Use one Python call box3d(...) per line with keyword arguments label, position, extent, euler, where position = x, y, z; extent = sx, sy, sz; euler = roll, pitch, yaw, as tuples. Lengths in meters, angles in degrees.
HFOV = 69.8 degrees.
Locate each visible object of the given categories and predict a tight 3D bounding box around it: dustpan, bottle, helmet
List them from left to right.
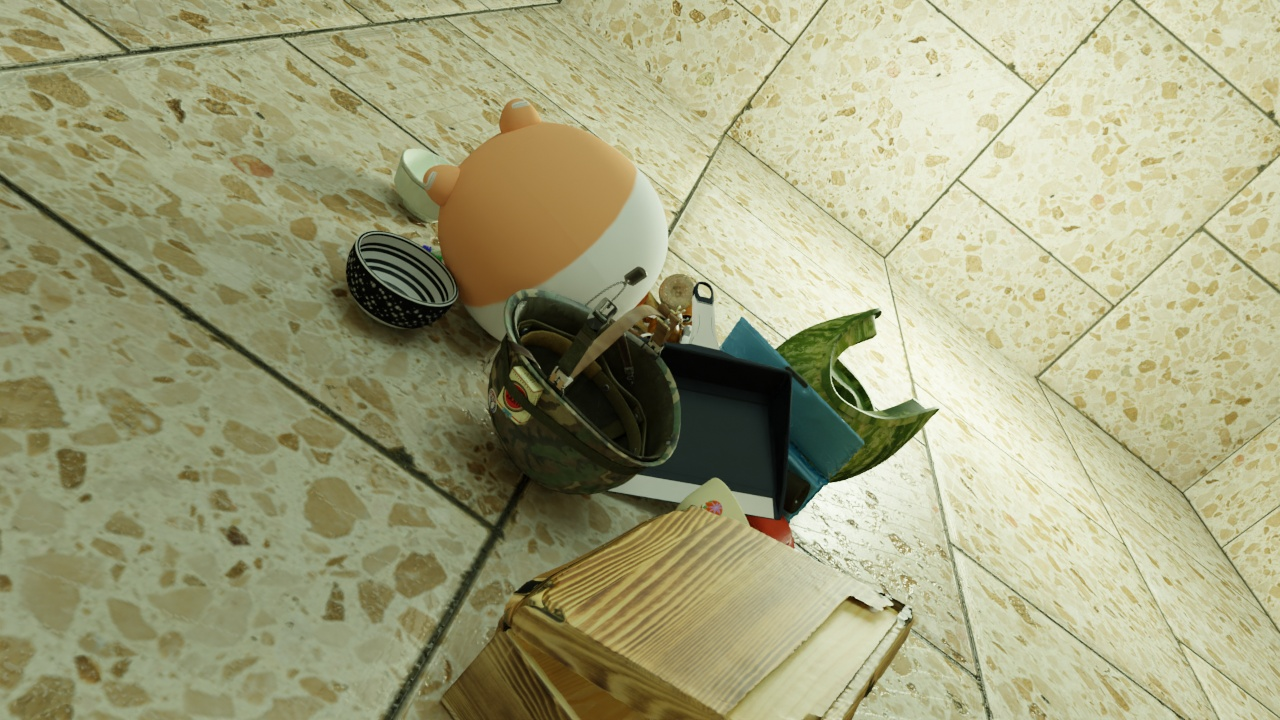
box3d(label="helmet", position=(-0.053, 0.015, 0.919), extent=(0.192, 0.237, 0.224), euler=(-21, 81, -57))
box3d(label="bottle", position=(0.068, -0.086, 1.439), extent=(0.059, 0.059, 0.167), euler=(47, -1, 16))
box3d(label="dustpan", position=(0.068, 0.033, 1.089), extent=(0.236, 0.080, 0.272), euler=(12, 51, -17))
box3d(label="bottle", position=(0.130, 0.131, 1.186), extent=(0.184, 0.045, 0.045), euler=(31, 19, 28))
box3d(label="helmet", position=(0.262, 0.063, 1.291), extent=(0.242, 0.248, 0.213), euler=(-23, 77, -25))

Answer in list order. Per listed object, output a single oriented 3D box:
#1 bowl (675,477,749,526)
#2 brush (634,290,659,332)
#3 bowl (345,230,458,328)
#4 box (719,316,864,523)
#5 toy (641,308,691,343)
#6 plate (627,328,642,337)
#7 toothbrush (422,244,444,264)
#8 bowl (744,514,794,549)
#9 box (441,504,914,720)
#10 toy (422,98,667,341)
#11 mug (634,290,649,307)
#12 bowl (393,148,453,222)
box3d(label="bowl", position=(0.068, 0.194, 0.980), extent=(0.074, 0.118, 0.118), euler=(-20, 51, -13))
box3d(label="brush", position=(-0.029, -0.116, 1.404), extent=(0.195, 0.059, 0.043), euler=(48, 15, 9))
box3d(label="bowl", position=(-0.266, -0.076, 0.993), extent=(0.120, 0.066, 0.120), euler=(31, 26, -17))
box3d(label="box", position=(0.161, 0.079, 1.200), extent=(0.231, 0.175, 0.033), euler=(47, 35, 18))
box3d(label="toy", position=(0.054, -0.027, 1.349), extent=(0.112, 0.067, 0.087), euler=(34, 57, -31))
box3d(label="plate", position=(-0.008, 0.007, 1.257), extent=(0.131, 0.025, 0.131), euler=(30, 29, -19))
box3d(label="toothbrush", position=(-0.202, -0.100, 1.188), extent=(0.186, 0.016, 0.015), euler=(27, 27, -24))
box3d(label="bowl", position=(0.146, 0.206, 1.128), extent=(0.122, 0.035, 0.121), euler=(31, 25, -17))
box3d(label="box", position=(0.040, 0.233, 0.722), extent=(0.258, 0.221, 0.278), euler=(46, 27, 18))
box3d(label="toy", position=(-0.113, -0.153, 1.084), extent=(0.281, 0.262, 0.266), euler=(51, -7, -28))
box3d(label="mug", position=(-0.059, -0.100, 1.334), extent=(0.112, 0.078, 0.096), euler=(-35, 74, -33))
box3d(label="bowl", position=(-0.282, -0.226, 1.235), extent=(0.117, 0.061, 0.117), euler=(32, 26, -18))
